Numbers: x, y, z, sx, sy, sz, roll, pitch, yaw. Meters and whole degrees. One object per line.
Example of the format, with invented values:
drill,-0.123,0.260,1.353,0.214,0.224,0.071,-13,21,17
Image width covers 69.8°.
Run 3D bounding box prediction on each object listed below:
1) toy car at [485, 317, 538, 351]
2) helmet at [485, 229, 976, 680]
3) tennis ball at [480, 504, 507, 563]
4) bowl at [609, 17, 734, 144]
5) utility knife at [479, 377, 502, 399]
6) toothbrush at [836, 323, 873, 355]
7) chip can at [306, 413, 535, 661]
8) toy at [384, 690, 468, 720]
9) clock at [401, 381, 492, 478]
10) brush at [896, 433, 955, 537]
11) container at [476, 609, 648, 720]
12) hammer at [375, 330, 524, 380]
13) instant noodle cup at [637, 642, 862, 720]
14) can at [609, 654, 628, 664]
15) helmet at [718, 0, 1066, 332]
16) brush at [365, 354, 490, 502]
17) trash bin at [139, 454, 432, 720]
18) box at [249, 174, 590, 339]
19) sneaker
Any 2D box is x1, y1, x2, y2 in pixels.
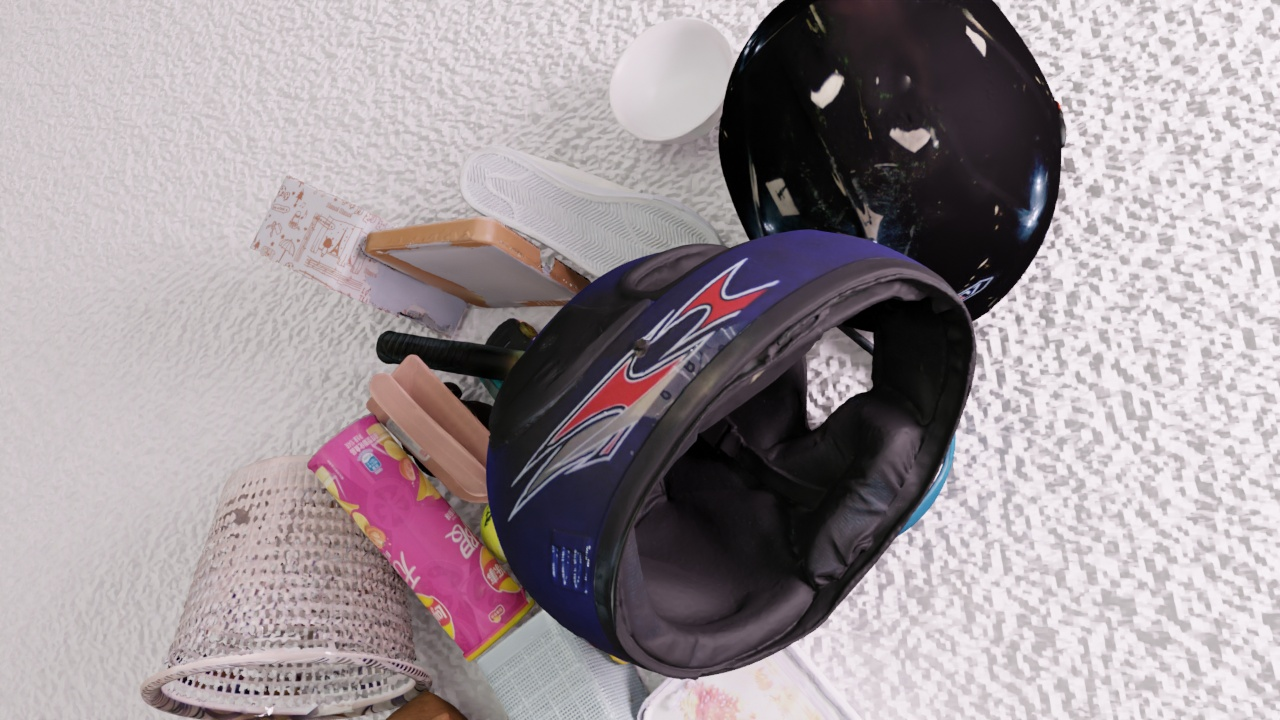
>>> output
toy car,-0.096,0.013,0.844,0.056,0.037,0.122,-46,68,12
helmet,0.038,0.038,0.618,0.315,0.247,0.240,-51,35,4
tennis ball,-0.106,0.144,0.797,0.066,0.065,0.065,-7,74,24
bowl,0.038,-0.240,0.829,0.118,0.064,0.118,-6,75,24
utility knife,-0.116,0.048,0.852,0.151,0.012,0.029,47,138,27
toothbrush,0.149,-0.046,0.754,0.018,0.015,0.181,-44,62,-1
chip can,-0.182,0.145,0.761,0.071,0.071,0.210,-41,88,10
toy,-0.138,0.353,0.730,0.200,0.140,0.130,18,45,20
clock,-0.177,0.069,0.856,0.122,0.055,0.082,34,93,26
brush,0.181,0.090,0.680,0.144,0.055,0.073,-48,61,7
container,-0.055,0.261,0.730,0.090,0.090,0.111,-39,66,12
hammer,-0.104,0.005,0.810,0.301,0.032,0.128,8,85,23
instant noodle cup,0.098,0.283,0.668,0.138,0.060,0.173,-47,64,8
can,-0.024,0.167,0.748,0.049,0.074,0.148,-32,65,12
helmet,0.176,-0.147,0.660,0.234,0.229,0.274,-28,86,18
brush,-0.168,0.065,0.779,0.145,0.073,0.063,44,93,13
trash bin,-0.297,0.198,0.807,0.228,0.227,0.191,-19,57,20
box,-0.196,-0.085,0.836,0.261,0.178,0.105,22,87,28
sneaker,-0.041,-0.124,0.826,0.242,0.090,0.089,22,100,3
